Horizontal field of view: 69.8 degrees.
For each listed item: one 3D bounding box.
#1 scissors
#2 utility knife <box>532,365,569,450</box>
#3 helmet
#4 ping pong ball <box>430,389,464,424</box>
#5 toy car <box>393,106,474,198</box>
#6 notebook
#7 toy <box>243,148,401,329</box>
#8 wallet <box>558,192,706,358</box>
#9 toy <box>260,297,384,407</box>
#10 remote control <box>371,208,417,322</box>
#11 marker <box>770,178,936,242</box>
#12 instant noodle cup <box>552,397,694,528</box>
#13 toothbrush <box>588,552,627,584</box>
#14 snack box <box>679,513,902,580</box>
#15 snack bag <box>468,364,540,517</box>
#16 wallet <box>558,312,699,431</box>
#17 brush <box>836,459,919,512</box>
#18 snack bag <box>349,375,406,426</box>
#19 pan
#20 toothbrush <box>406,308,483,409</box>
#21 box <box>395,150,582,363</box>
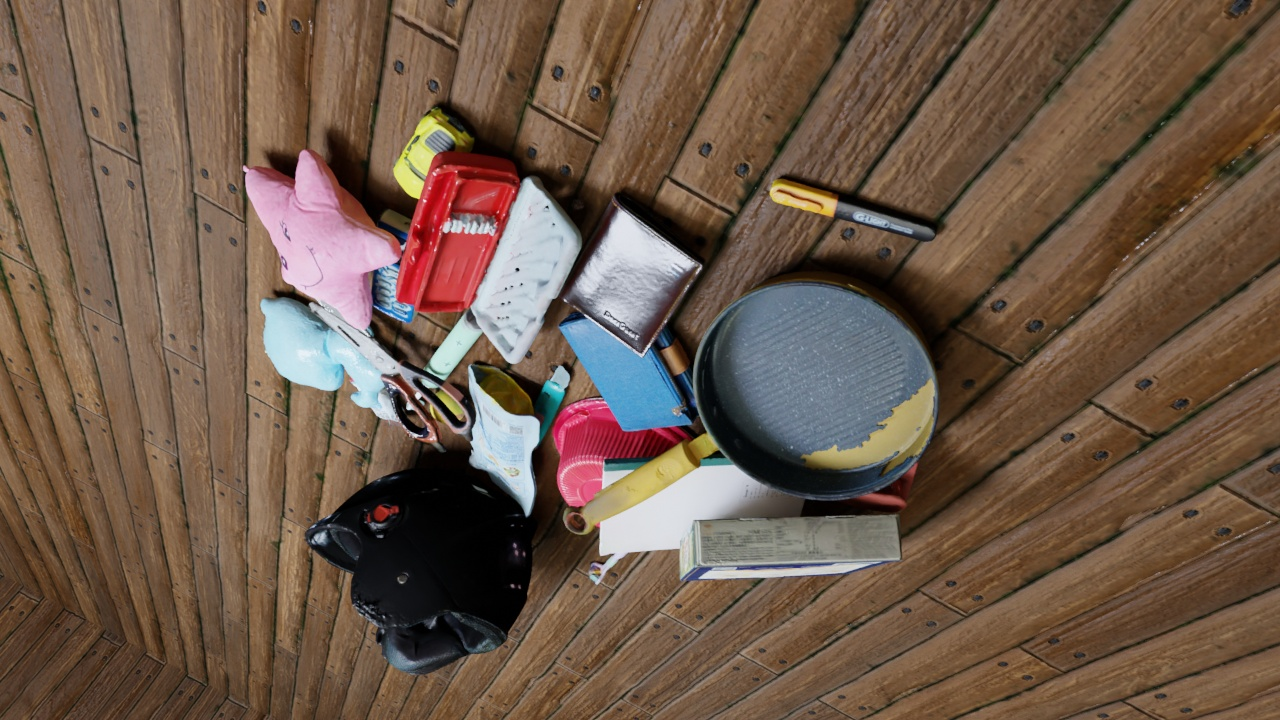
[{"bbox_3d":[-0.276,0.017,0.993,0.207,0.015,0.192,13,123,9],"label":"scissors"},{"bbox_3d":[-0.107,0.056,0.997,0.029,0.013,0.180,32,140,1],"label":"utility knife"},{"bbox_3d":[-0.260,0.242,1.118,0.275,0.229,0.234,29,148,11],"label":"helmet"},{"bbox_3d":[-0.216,0.052,1.032,0.040,0.040,0.040,16,139,14],"label":"ping pong ball"},{"bbox_3d":[-0.180,-0.169,0.781,0.048,0.032,0.105,38,141,-13],"label":"toy car"},{"bbox_3d":[0.064,0.144,0.922,0.209,0.012,0.151,-2,135,-6],"label":"notebook"},{"bbox_3d":[-0.313,-0.118,0.879,0.178,0.074,0.195,45,142,-2],"label":"toy"},{"bbox_3d":[-0.009,-0.069,0.777,0.096,0.020,0.123,40,132,6],"label":"wallet"},{"bbox_3d":[-0.361,-0.010,1.035,0.156,0.049,0.161,-20,106,24],"label":"toy"},{"bbox_3d":[-0.237,-0.091,0.903,0.049,0.024,0.125,26,137,2],"label":"remote control"},{"bbox_3d":[0.155,-0.108,0.671,0.124,0.015,0.018,18,144,9],"label":"marker"},{"bbox_3d":[-0.017,0.129,0.985,0.194,0.065,0.194,15,140,13],"label":"instant noodle cup"},{"bbox_3d":[-0.022,0.232,1.135,0.021,0.029,0.190,-2,149,-30],"label":"toothbrush"},{"bbox_3d":[0.131,0.178,0.866,0.178,0.045,0.183,-2,164,-3],"label":"snack box"},{"bbox_3d":[-0.156,0.092,1.034,0.110,0.038,0.191,31,142,18],"label":"snack bag"},{"bbox_3d":[-0.005,0.005,0.863,0.107,0.040,0.133,-12,119,38],"label":"wallet"},{"bbox_3d":[0.173,0.092,0.833,0.146,0.069,0.063,15,138,15],"label":"brush"},{"bbox_3d":[-0.309,0.039,1.082,0.048,0.026,0.104,0,133,34],"label":"snack bag"},{"bbox_3d":[0.077,0.063,0.778,0.358,0.078,0.197,-30,100,31],"label":"pan"},{"bbox_3d":[-0.217,0.007,0.995,0.027,0.026,0.225,19,145,-24],"label":"toothbrush"},{"bbox_3d":[-0.137,-0.091,0.818,0.154,0.073,0.202,28,141,-7],"label":"box"}]
